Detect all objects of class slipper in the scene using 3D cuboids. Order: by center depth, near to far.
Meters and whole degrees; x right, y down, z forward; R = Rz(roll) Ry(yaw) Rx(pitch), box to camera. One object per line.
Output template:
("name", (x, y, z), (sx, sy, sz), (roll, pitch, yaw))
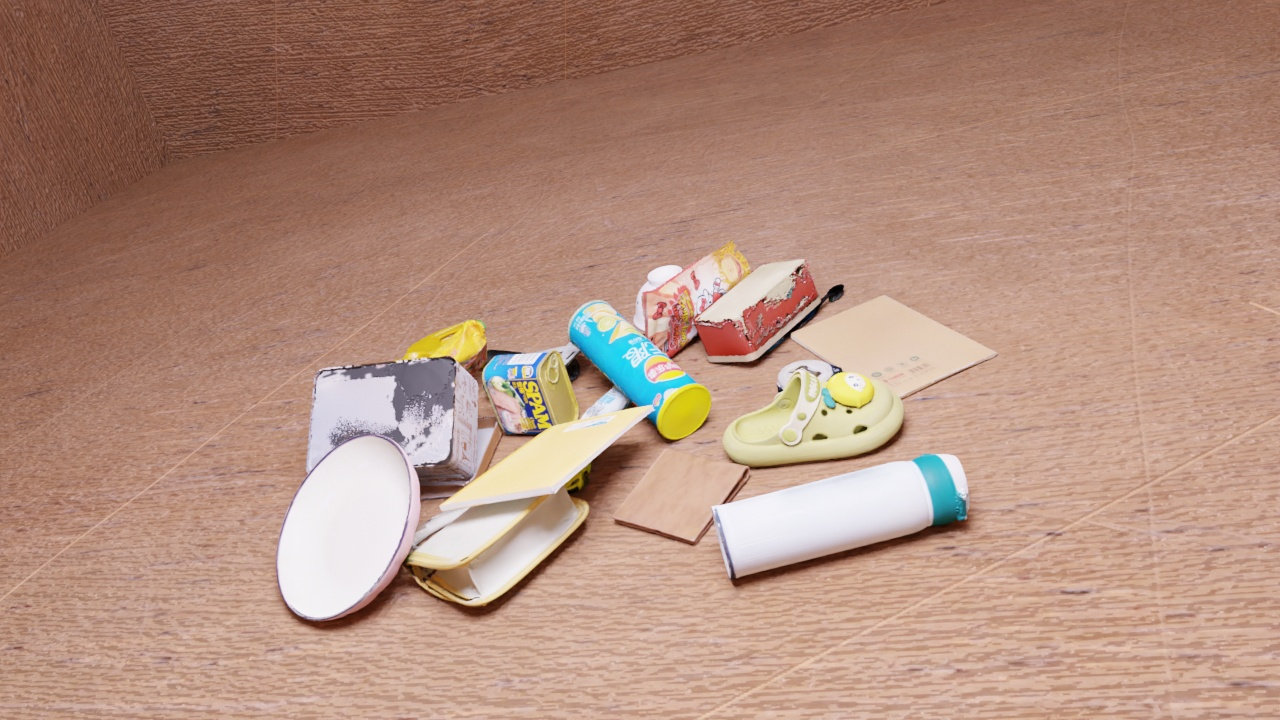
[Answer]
("slipper", (0.175, 0.055, 0.950), (0.191, 0.082, 0.091), (-13, 31, 8))

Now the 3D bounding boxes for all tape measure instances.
("tape measure", (0.189, 0.028, 1.040), (0.065, 0.034, 0.066), (-32, 33, -32))

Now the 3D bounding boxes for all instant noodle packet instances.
("instant noodle packet", (-0.245, 0.013, 1.183), (0.044, 0.111, 0.128), (37, 66, 6))

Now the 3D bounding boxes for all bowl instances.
("bowl", (0.041, -0.095, 1.297), (0.118, 0.065, 0.118), (-11, 29, 6))

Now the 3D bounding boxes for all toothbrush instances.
("toothbrush", (0.211, -0.051, 1.196), (0.014, 0.016, 0.189), (25, 49, 37))

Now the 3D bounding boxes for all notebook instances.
("notebook", (-0.091, 0.097, 0.942), (0.146, 0.010, 0.205), (-14, 12, 31))
("notebook", (0.296, -0.020, 1.101), (0.147, 0.008, 0.207), (-22, 29, -15))

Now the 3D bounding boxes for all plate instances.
("plate", (-0.290, 0.170, 0.929), (0.193, 0.039, 0.192), (-18, 56, 28))

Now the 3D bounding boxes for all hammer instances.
("hammer", (-0.211, -0.002, 1.283), (0.301, 0.033, 0.128), (7, 36, 34))

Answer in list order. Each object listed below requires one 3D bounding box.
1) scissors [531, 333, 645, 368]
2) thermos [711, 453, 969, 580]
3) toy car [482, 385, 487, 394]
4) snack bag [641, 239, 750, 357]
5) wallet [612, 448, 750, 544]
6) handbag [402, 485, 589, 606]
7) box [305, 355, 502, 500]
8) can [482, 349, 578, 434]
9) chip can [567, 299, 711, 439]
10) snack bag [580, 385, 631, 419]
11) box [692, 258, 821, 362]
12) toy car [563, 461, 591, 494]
("scissors", (-0.074, -0.025, 1.229), (0.224, 0.015, 0.189), (-8, 21, -21))
("thermos", (0.179, 0.134, 0.817), (0.224, 0.073, 0.073), (-14, 28, 0))
("toy car", (-0.162, 0.036, 1.184), (0.091, 0.036, 0.043), (10, 38, 36))
("snack bag", (0.063, -0.074, 1.195), (0.073, 0.129, 0.207), (26, 42, 25))
("wallet", (0.041, 0.136, 0.930), (0.101, 0.020, 0.115), (9, 39, 36))
("handbag", (-0.158, 0.173, 0.928), (0.179, 0.063, 0.162), (-5, 26, 48))
("box", (-0.267, 0.097, 1.077), (0.182, 0.166, 0.150), (-5, 70, 9))
("can", (-0.131, 0.040, 1.096), (0.083, 0.102, 0.057), (-3, 30, 25))
("chip can", (-0.006, 0.006, 1.081), (0.071, 0.071, 0.210), (-27, 44, -21))
("snack bag", (-0.034, 0.054, 1.102), (0.048, 0.026, 0.103), (1, 32, 39))
("box", (0.149, -0.072, 1.174), (0.091, 0.078, 0.167), (-1, 30, 48))
("toy car", (-0.080, 0.109, 1.019), (0.048, 0.032, 0.105), (-9, 30, 9))
